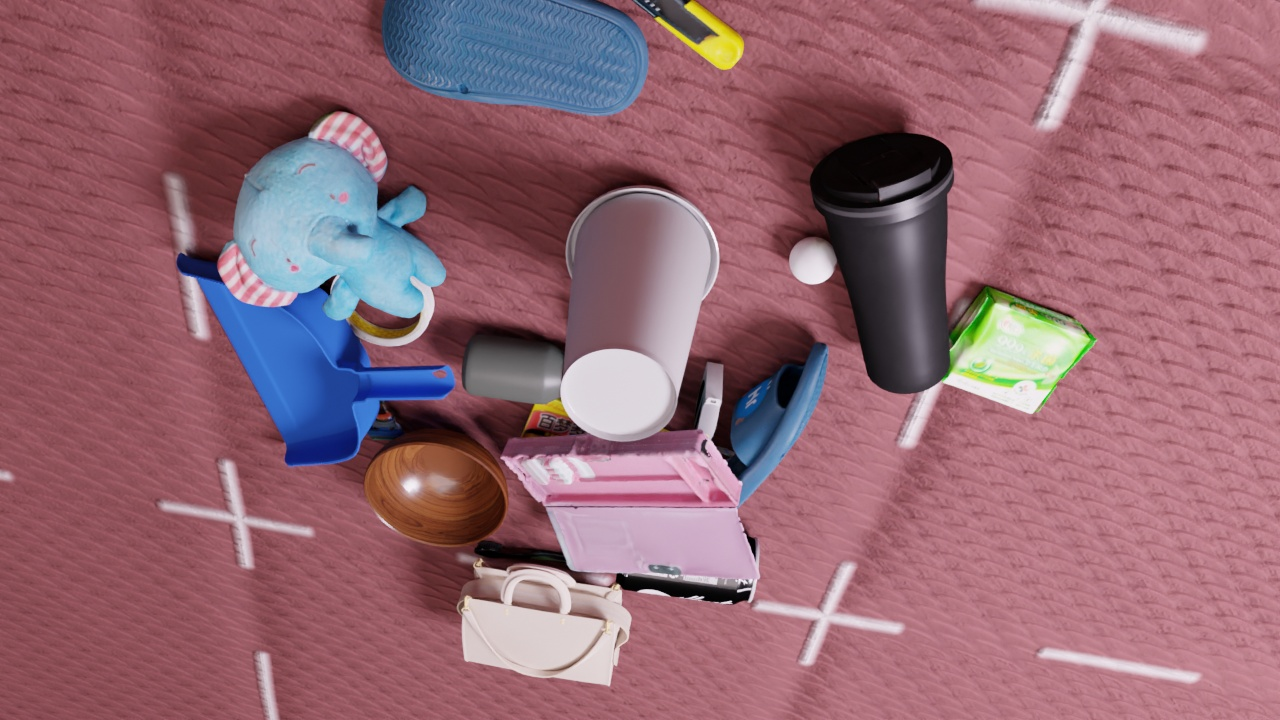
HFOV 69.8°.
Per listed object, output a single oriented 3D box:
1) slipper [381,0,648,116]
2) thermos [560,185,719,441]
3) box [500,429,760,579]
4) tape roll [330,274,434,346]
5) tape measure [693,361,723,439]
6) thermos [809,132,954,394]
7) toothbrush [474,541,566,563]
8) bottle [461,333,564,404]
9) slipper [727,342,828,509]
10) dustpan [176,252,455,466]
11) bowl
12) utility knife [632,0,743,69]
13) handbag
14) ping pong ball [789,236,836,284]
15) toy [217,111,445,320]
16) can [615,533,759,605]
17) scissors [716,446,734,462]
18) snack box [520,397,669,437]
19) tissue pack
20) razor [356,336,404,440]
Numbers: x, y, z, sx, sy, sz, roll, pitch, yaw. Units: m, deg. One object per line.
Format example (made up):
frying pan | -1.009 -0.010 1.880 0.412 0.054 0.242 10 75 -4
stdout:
slipper | -0.094 -0.244 0.688 0.214 0.059 0.104 15 117 10
thermos | -0.005 -0.040 0.723 0.131 0.221 0.132 3 126 4
box | -0.008 0.137 0.895 0.233 0.050 0.180 -4 126 33
tape roll | -0.242 -0.056 0.863 0.094 0.019 0.094 3 126 4
tape measure | 0.065 0.042 0.873 0.017 0.064 0.065 10 131 -2
thermos | 0.209 -0.074 0.755 0.106 0.105 0.219 -11 129 13
toothbrush | -0.098 0.227 1.060 0.188 0.017 0.014 7 130 -3
bottle | -0.111 0.010 0.871 0.108 0.060 0.060 8 126 1
slipper | 0.110 0.069 0.865 0.059 0.103 0.214 30 123 -1
dustpan | -0.289 0.008 0.869 0.258 0.059 0.246 -2 126 17
bowl | -0.205 0.119 0.955 0.147 0.068 0.147 3 127 3
utility knife | -0.001 -0.278 0.676 0.186 0.020 0.029 32 121 -15
handbag | -0.107 0.279 1.023 0.194 0.101 0.198 9 140 2
ping pong ball | 0.147 -0.085 0.785 0.040 0.040 0.040 3 126 4
toy | -0.251 -0.100 0.771 0.180 0.115 0.183 37 91 -21
can | 0.050 0.216 0.991 0.146 0.080 0.080 8 126 1
scissors | 0.047 0.122 0.965 0.133 0.020 0.097 0 121 7
snack box | -0.042 0.081 0.932 0.152 0.025 0.075 23 125 -6
tissue pack | 0.332 -0.007 0.828 0.114 0.034 0.100 18 124 -9
razor | -0.272 0.024 0.925 0.044 0.018 0.141 2 125 17
